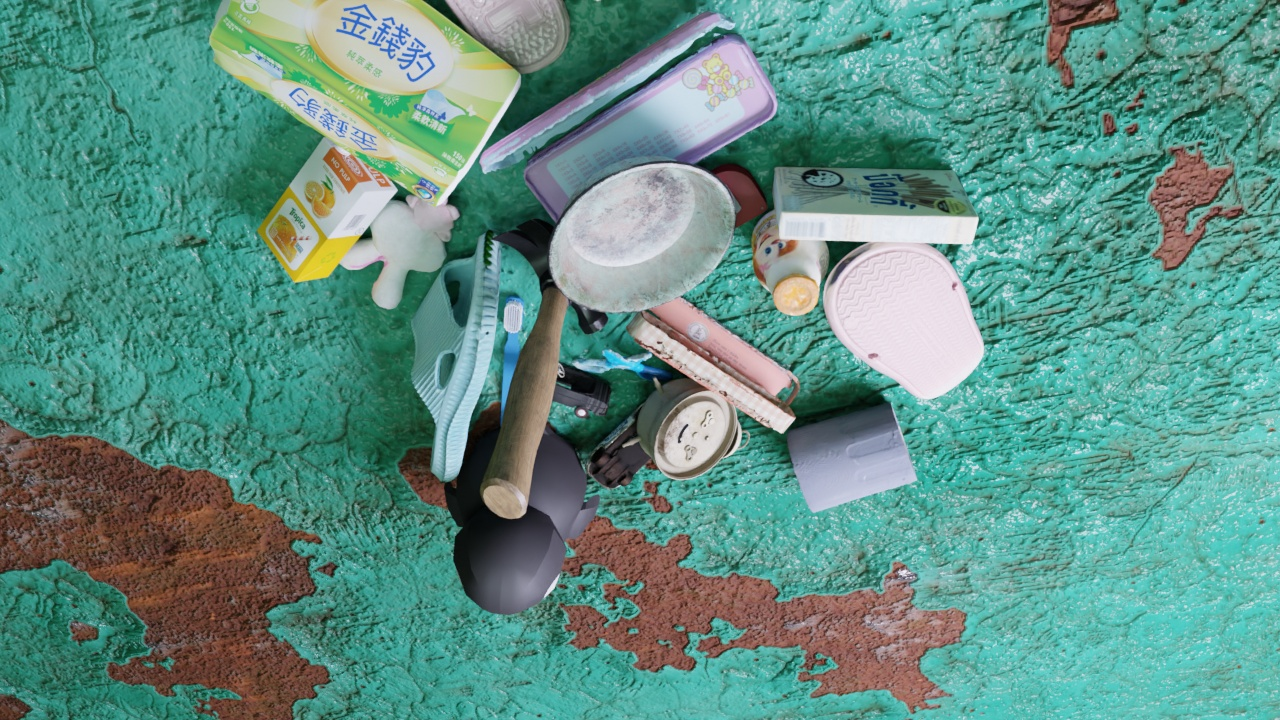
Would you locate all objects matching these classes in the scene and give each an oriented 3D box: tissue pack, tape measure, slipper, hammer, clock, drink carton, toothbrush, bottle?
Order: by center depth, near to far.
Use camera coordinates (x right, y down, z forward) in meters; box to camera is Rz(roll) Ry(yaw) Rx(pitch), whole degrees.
[{"bbox_3d":[-0.133,-0.304,0.640,0.094,0.064,0.239,-25,122,20],"label":"slipper"},{"bbox_3d":[-0.211,-0.207,0.698,0.197,0.120,0.142,39,156,-15],"label":"tissue pack"},{"bbox_3d":[-0.081,-0.002,0.703,0.040,0.304,0.132,-22,121,19],"label":"hammer"},{"bbox_3d":[0.124,-0.080,0.753,0.063,0.108,0.063,2,126,3],"label":"bottle"},{"bbox_3d":[0.071,-0.135,0.772,0.059,0.019,0.051,-27,119,22],"label":"tape measure"},{"bbox_3d":[-0.264,-0.129,0.775,0.123,0.040,0.058,-41,82,28],"label":"drink carton"},{"bbox_3d":[0.232,-0.035,0.790,0.107,0.055,0.221,-43,134,12],"label":"slipper"},{"bbox_3d":[-0.177,0.005,0.838,0.069,0.115,0.277,6,131,-17],"label":"slipper"},{"bbox_3d":[0.054,0.065,0.884,0.140,0.054,0.093,16,104,-39],"label":"clock"},{"bbox_3d":[-0.127,0.009,0.894,0.016,0.014,0.167,8,126,-2],"label":"toothbrush"}]

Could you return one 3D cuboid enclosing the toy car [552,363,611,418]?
[{"bbox_3d":[-0.072,0.023,0.882,0.092,0.040,0.037,20,124,-7],"label":"toy car"}]

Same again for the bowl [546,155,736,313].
[{"bbox_3d":[-0.003,-0.107,0.744,0.157,0.038,0.158,-13,141,-11],"label":"bowl"}]

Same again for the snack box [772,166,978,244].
[{"bbox_3d":[0.183,-0.125,0.733,0.150,0.081,0.026,2,127,3],"label":"snack box"}]

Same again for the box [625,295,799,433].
[{"bbox_3d":[0.072,-0.001,0.838,0.187,0.076,0.055,32,156,-19],"label":"box"}]

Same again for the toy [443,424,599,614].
[{"bbox_3d":[-0.121,0.154,0.891,0.159,0.183,0.140,6,127,-2],"label":"toy"}]

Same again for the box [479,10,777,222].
[{"bbox_3d":[-0.010,-0.189,0.714,0.215,0.062,0.140,-26,154,21],"label":"box"}]

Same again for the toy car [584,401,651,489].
[{"bbox_3d":[-0.006,0.082,0.925,0.113,0.040,0.048,-43,114,9],"label":"toy car"}]

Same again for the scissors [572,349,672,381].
[{"bbox_3d":[-0.003,0.005,0.836,0.113,0.013,0.141,12,168,-19],"label":"scissors"}]

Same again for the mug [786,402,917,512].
[{"bbox_3d":[0.211,0.102,0.904,0.104,0.083,0.124,-19,146,15],"label":"mug"}]

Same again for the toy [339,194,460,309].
[{"bbox_3d":[-0.206,-0.105,0.803,0.126,0.037,0.076,-39,106,24],"label":"toy"}]
